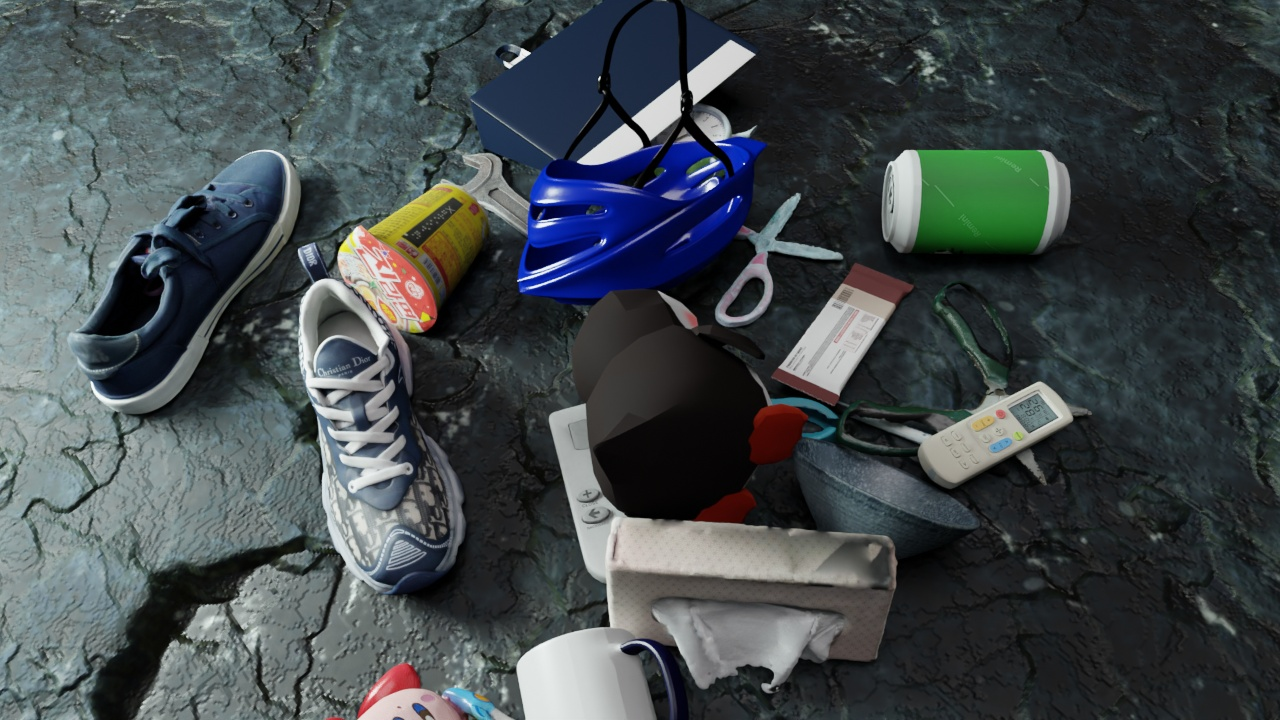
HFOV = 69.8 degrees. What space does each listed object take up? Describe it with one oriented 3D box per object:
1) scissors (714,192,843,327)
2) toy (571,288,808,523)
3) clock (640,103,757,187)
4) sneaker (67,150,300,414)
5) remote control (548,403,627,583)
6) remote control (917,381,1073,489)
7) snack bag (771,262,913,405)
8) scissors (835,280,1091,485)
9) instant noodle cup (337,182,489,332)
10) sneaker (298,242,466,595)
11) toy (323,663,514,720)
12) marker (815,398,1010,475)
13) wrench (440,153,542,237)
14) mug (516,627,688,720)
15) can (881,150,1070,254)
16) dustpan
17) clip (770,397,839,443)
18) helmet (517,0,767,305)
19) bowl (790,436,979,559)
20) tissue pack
[{"bbox_3d":[0.094,-0.097,0.825,0.170,0.013,0.176,15,56,12],"label":"scissors"},{"bbox_3d":[0.002,0.018,0.651,0.140,0.159,0.184,12,30,-32],"label":"toy"},{"bbox_3d":[0.042,-0.211,0.891,0.119,0.043,0.094,29,61,22],"label":"clock"},{"bbox_3d":[-0.400,-0.104,0.807,0.121,0.127,0.293,9,54,13],"label":"sneaker"},{"bbox_3d":[-0.019,0.094,0.696,0.074,0.019,0.151,-15,55,-5],"label":"remote control"},{"bbox_3d":[0.261,0.054,0.673,0.125,0.018,0.038,-23,63,-18],"label":"remote control"},{"bbox_3d":[0.170,-0.025,0.759,0.057,0.013,0.157,24,53,23],"label":"snack bag"},{"bbox_3d":[0.246,0.011,0.724,0.201,0.015,0.205,1,52,-3],"label":"scissors"},{"bbox_3d":[-0.190,-0.096,0.808,0.100,0.100,0.112,19,48,18],"label":"instant noodle cup"},{"bbox_3d":[-0.208,0.039,0.682,0.103,0.133,0.269,-19,57,-10],"label":"sneaker"},{"bbox_3d":[-0.132,0.259,0.570,0.131,0.097,0.124,21,19,27],"label":"toy"},{"bbox_3d":[0.207,0.057,0.707,0.152,0.011,0.011,21,59,19],"label":"marker"},{"bbox_3d":[-0.091,-0.120,0.858,0.070,0.010,0.273,-40,61,-21],"label":"wrench"},{"bbox_3d":[-0.017,0.218,0.559,0.112,0.078,0.096,-38,51,26],"label":"mug"},{"bbox_3d":[0.284,-0.136,0.788,0.140,0.088,0.087,2,55,6],"label":"can"},{"bbox_3d":[-0.059,-0.287,0.942,0.273,0.080,0.235,38,68,22],"label":"dustpan"},{"bbox_3d":[0.096,0.042,0.720,0.116,0.026,0.097,5,58,9],"label":"clip"},{"bbox_3d":[-0.007,-0.162,0.739,0.241,0.228,0.148,-26,33,-21],"label":"helmet"},{"bbox_3d":[0.157,0.107,0.635,0.137,0.137,0.057,25,100,20],"label":"bowl"},{"bbox_3d":[0.069,0.160,0.597,0.181,0.104,0.071,2,40,4],"label":"tissue pack"}]
